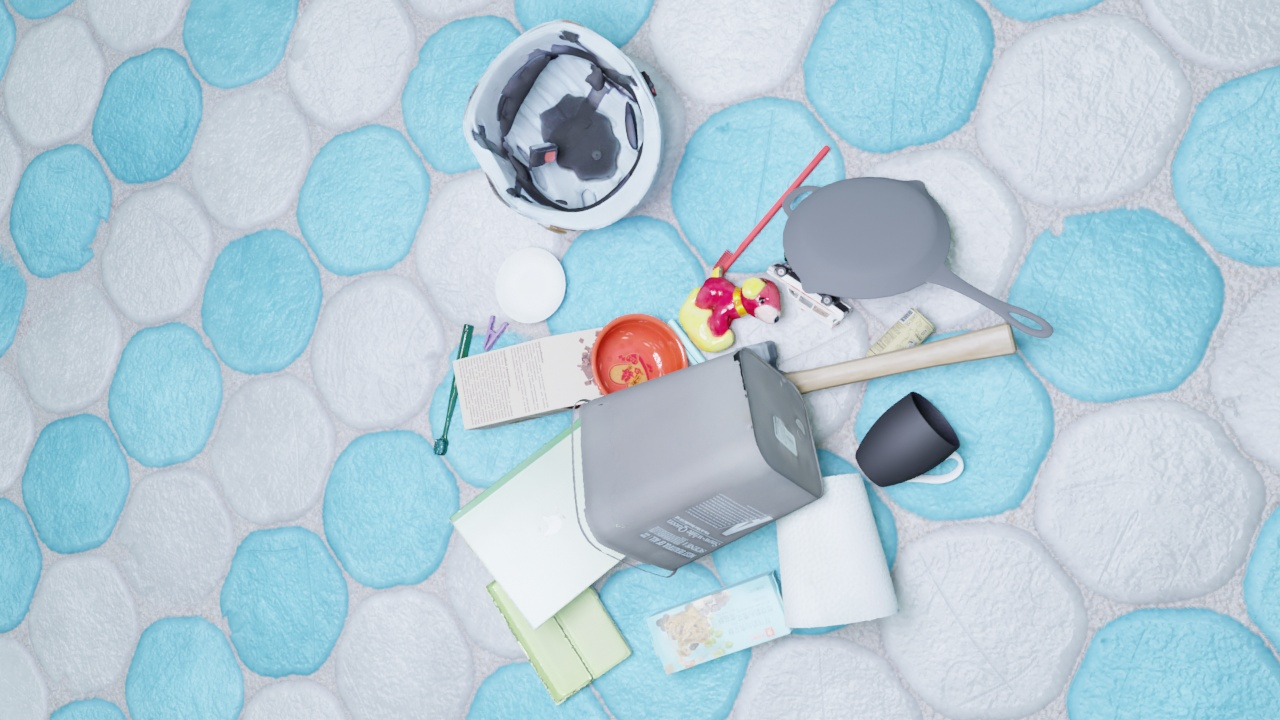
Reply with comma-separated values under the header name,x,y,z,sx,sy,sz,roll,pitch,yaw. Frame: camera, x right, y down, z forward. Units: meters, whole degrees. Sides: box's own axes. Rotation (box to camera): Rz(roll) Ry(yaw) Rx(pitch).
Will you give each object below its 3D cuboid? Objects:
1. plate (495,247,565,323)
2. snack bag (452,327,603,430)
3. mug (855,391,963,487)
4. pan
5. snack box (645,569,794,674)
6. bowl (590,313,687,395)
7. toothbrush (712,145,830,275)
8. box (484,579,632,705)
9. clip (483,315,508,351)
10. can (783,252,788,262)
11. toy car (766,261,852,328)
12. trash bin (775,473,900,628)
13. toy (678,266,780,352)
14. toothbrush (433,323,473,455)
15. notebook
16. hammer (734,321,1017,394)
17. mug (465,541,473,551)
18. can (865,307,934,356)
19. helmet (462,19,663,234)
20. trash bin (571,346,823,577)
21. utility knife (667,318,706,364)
name,x,y,z,sx,sy,sz,roll,pitch,yaw
plate,-0.147,-0.102,1.259,0.104,0.026,0.104,-1,87,18
snack bag,-0.136,0.025,1.225,0.207,0.069,0.094,-14,83,16
mug,0.319,0.109,1.078,0.119,0.084,0.100,39,115,-14
pan,0.308,-0.122,1.051,0.216,0.024,0.354,-43,58,-18
snack box,0.100,0.325,1.141,0.175,0.053,0.075,-24,81,16
bowl,-0.007,0.007,1.180,0.130,0.045,0.130,4,78,-19
toothbrush,0.165,-0.193,1.173,0.018,0.012,0.213,43,99,15
box,-0.110,0.343,1.220,0.137,0.024,0.187,-41,76,17
clip,-0.208,-0.042,1.283,0.050,0.014,0.046,-37,77,10
can,0.248,-0.133,1.121,0.138,0.054,0.054,9,89,18
toy car,0.207,-0.082,1.142,0.113,0.039,0.039,35,118,17
trash bin,0.221,0.220,1.074,0.133,0.133,0.161,-12,78,16
toy,0.111,-0.070,1.163,0.138,0.067,0.105,-19,79,28
toothbrush,-0.264,0.042,1.292,0.016,0.017,0.190,13,91,18
notebook,-0.091,0.193,1.177,0.252,0.010,0.182,-38,77,-13
hammer,0.267,0.009,1.074,0.324,0.051,0.117,-14,89,28
mug,-0.168,0.209,1.225,0.078,0.078,0.121,41,93,16
can,0.311,-0.023,1.103,0.079,0.038,0.038,-46,75,10
helmet,-0.079,-0.285,1.179,0.264,0.163,0.237,46,104,8
trash bin,0.068,0.111,1.046,0.221,0.197,0.197,-26,51,28
utility knife,0.091,0.018,1.184,0.177,0.015,0.022,51,130,12
